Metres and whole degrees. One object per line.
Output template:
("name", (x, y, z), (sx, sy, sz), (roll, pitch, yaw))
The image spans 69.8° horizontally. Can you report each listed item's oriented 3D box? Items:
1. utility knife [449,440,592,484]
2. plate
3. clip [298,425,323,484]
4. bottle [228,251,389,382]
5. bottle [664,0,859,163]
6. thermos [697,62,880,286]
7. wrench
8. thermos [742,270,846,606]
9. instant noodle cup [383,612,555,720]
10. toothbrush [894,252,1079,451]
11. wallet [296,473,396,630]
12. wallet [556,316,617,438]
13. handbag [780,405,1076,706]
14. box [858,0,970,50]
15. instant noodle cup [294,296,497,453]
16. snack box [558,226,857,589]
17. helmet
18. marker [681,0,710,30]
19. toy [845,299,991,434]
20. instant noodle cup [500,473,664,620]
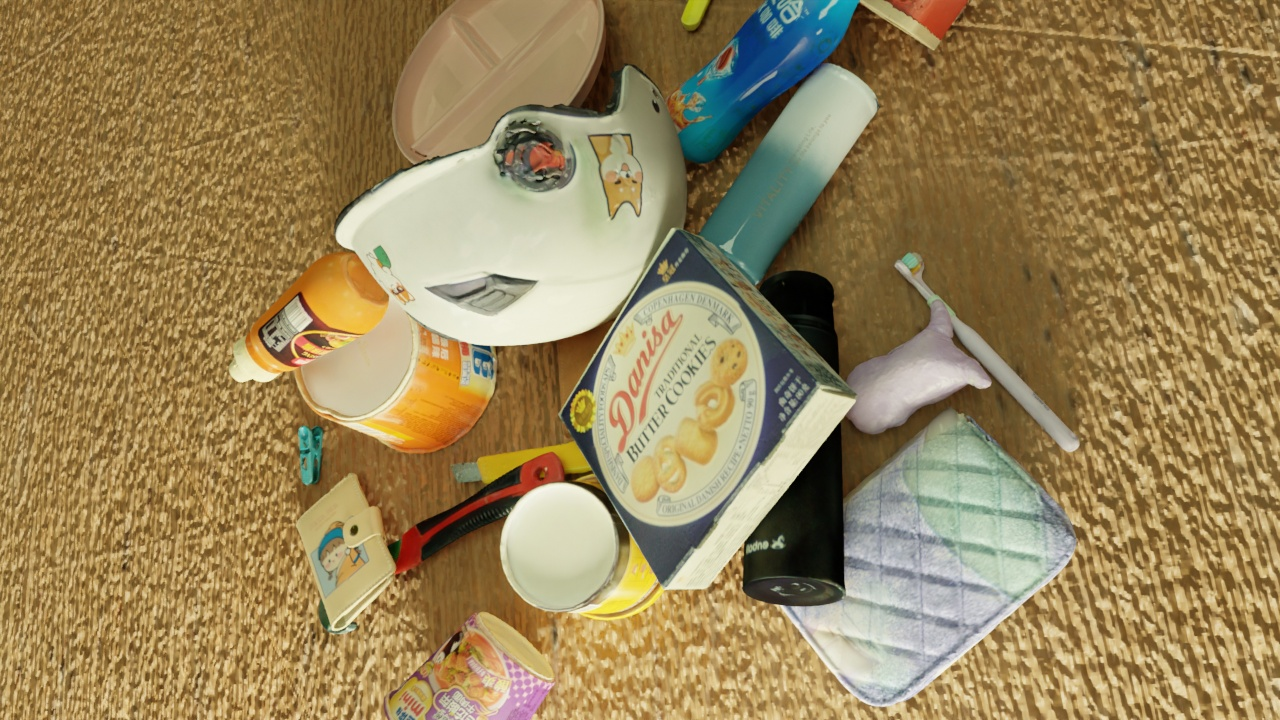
("utility knife", (-0.083, 0.086, 0.786), (0.181, 0.015, 0.033), (-9, 58, 17))
("plate", (-0.128, -0.262, 0.833), (0.230, 0.028, 0.229), (-13, 61, 24))
("clip", (-0.308, 0.088, 0.857), (0.014, 0.047, 0.057), (-3, 82, 16))
("bottle", (-0.270, -0.026, 0.727), (0.150, 0.066, 0.066), (-32, 71, 18))
("bottle", (0.105, -0.243, 0.717), (0.219, 0.065, 0.065), (-36, 69, 36))
("thermos", (0.104, -0.129, 0.726), (0.070, 0.070, 0.220), (32, 84, 21))
("wrench", (-0.177, 0.154, 0.791), (0.274, 0.016, 0.056), (-34, 64, 15))
("thermos", (0.107, 0.054, 0.674), (0.090, 0.068, 0.242), (-37, 39, 49))
("instant noodle cup", (-0.129, 0.261, 0.723), (0.111, 0.111, 0.099), (37, 84, 21))
("toothbrush", (0.260, -0.008, 0.690), (0.189, 0.029, 0.021), (53, 138, 18))
("wallet", (-0.258, 0.165, 0.811), (0.087, 0.024, 0.115), (-44, 54, 13))
("wallet", (-0.005, 0.004, 0.766), (0.132, 0.031, 0.107), (-9, 76, 11))
("handbag", (0.196, 0.142, 0.653), (0.194, 0.075, 0.134), (-42, 65, 5))
("box", (0.183, -0.328, 0.729), (0.168, 0.091, 0.076), (42, 115, 21))
("instant noodle cup", (-0.216, 0.001, 0.794), (0.151, 0.111, 0.151), (-4, 79, 18))
("snack box", (0.034, 0.032, 0.639), (0.178, 0.045, 0.182), (-57, 47, 23))
("helmet", (-0.074, -0.092, 0.707), (0.273, 0.231, 0.157), (-31, 92, -31))
("marker", (0.066, -0.352, 0.822), (0.018, 0.015, 0.124), (21, 84, 20))
("toy", (0.197, 0.011, 0.686), (0.108, 0.039, 0.083), (-38, 47, 29))
("instant noodle cup", (-0.042, 0.143, 0.709), (0.119, 0.114, 0.118), (-3, 79, 18))
